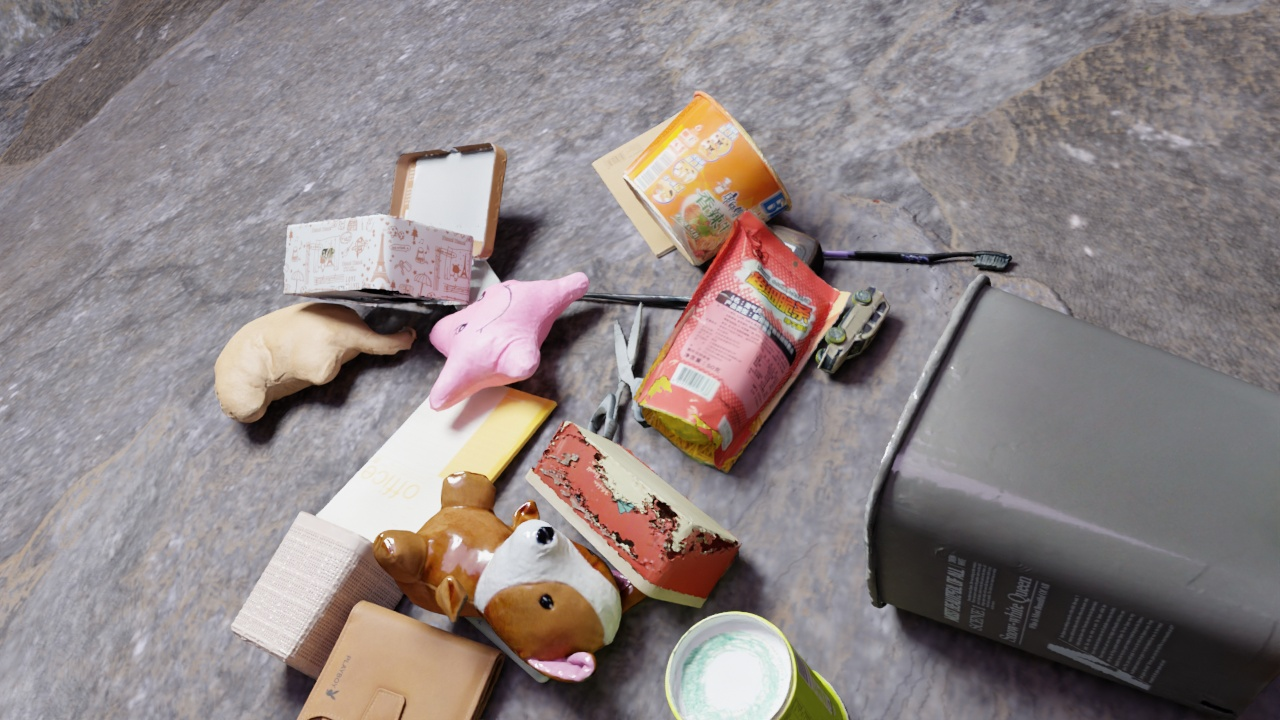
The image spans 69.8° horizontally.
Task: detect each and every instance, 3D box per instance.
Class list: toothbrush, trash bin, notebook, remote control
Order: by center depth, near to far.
[{"bbox_3d":[0.278,0.091,0.570,0.220,0.199,0.198,21,63,28],"label":"trash bin"},{"bbox_3d":[-0.137,0.208,0.760,0.190,0.020,0.029,28,23,38],"label":"toothbrush"},{"bbox_3d":[0.247,-0.095,0.860,0.189,0.014,0.016,5,66,28],"label":"toothbrush"},{"bbox_3d":[-0.192,0.095,0.874,0.146,0.010,0.205,15,52,34],"label":"notebook"},{"bbox_3d":[-0.009,-0.066,0.945,0.181,0.016,0.018,8,46,30],"label":"toothbrush"},{"bbox_3d":[0.043,-0.212,1.052,0.149,0.012,0.211,-30,46,-1],"label":"notebook"},{"bbox_3d":[-0.205,-0.105,1.059,0.058,0.021,0.150,-37,46,-1],"label":"remote control"}]

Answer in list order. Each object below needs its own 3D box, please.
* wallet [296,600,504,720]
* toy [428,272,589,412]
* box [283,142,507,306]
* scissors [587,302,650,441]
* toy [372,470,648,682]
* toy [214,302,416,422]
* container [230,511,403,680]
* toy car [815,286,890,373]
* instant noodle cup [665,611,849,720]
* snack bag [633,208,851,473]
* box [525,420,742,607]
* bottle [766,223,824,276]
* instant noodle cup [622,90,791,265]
[{"bbox_3d":[-0.185,0.256,0.711,0.132,0.031,0.107,15,62,16],"label":"wallet"},{"bbox_3d":[-0.153,-0.022,0.926,0.179,0.074,0.194,-4,41,34],"label":"toy"},{"bbox_3d":[-0.272,-0.155,1.003,0.181,0.157,0.205,4,84,38],"label":"box"},{"bbox_3d":[-0.017,0.015,0.867,0.165,0.014,0.163,-54,34,-9],"label":"scissors"},{"bbox_3d":[-0.095,0.164,0.710,0.200,0.131,0.139,26,43,20],"label":"toy"},{"bbox_3d":[-0.364,-0.014,1.017,0.226,0.082,0.143,-23,51,-1],"label":"toy"},{"bbox_3d":[-0.269,0.204,0.776,0.090,0.090,0.110,12,60,31],"label":"container"},{"bbox_3d":[0.185,-0.024,0.804,0.035,0.042,0.090,34,62,17],"label":"toy car"},{"bbox_3d":[0.069,0.221,0.584,0.112,0.123,0.111,-12,48,14],"label":"instant noodle cup"},{"bbox_3d":[0.087,-0.016,0.796,0.207,0.128,0.073,-57,13,-18],"label":"snack bag"},{"bbox_3d":[-0.004,0.111,0.724,0.168,0.091,0.077,35,93,41],"label":"box"},{"bbox_3d":[0.092,-0.047,0.865,0.080,0.044,0.194,27,66,36],"label":"bottle"},{"bbox_3d":[0.061,-0.174,0.916,0.111,0.151,0.151,-39,46,3],"label":"instant noodle cup"}]
